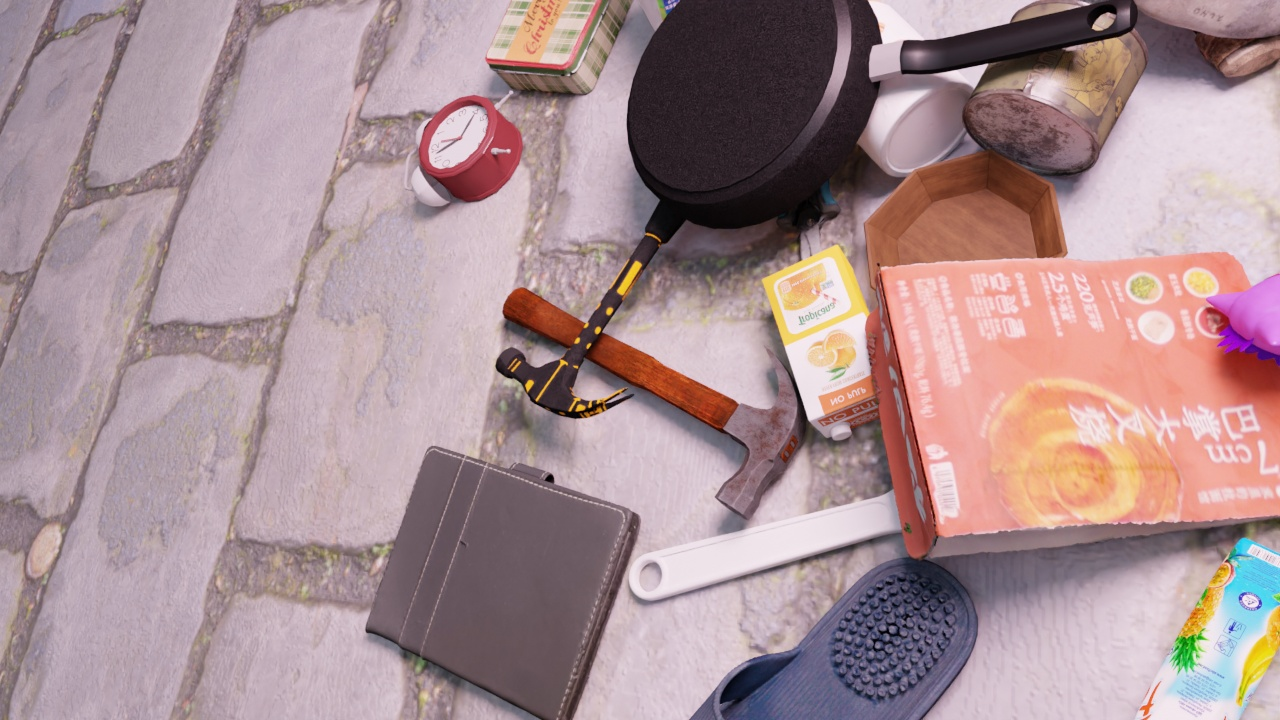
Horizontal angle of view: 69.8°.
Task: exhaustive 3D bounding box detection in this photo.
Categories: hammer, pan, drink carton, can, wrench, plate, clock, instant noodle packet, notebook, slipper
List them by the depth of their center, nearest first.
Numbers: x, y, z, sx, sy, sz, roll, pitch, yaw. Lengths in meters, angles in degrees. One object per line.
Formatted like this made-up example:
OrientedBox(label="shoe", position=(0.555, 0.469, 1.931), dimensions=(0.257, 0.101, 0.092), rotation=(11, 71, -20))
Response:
OrientedBox(label="drink carton", position=(0.292, 0.155, 0.467), dimensions=(0.039, 0.044, 0.129), rotation=(29, 84, 36))
OrientedBox(label="instant noodle packet", position=(0.253, 0.017, 0.520), dimensions=(0.221, 0.084, 0.164), rotation=(-7, 65, 5))
OrientedBox(label="slipper", position=(0.088, 0.218, 0.535), dimensions=(0.264, 0.082, 0.101), rotation=(-46, 57, 4))
OrientedBox(label="can", position=(0.268, -0.176, 0.597), dimensions=(0.090, 0.090, 0.074), rotation=(25, 82, 35))
OrientedBox(label="wrench", position=(0.112, 0.115, 0.605), dimensions=(0.274, 0.018, 0.066), rotation=(-20, 61, 22))
OrientedBox(label="pan", position=(0.132, -0.198, 0.619), dimensions=(0.356, 0.044, 0.204), rotation=(0, 78, 40))
OrientedBox(label="plate", position=(0.219, -0.079, 0.622), dimensions=(0.131, 0.025, 0.131), rotation=(-12, 64, 25))
OrientedBox(label="drink carton", position=(0.133, -0.011, 0.633), dimensions=(0.059, 0.040, 0.122), rotation=(-25, 59, 19))
OrientedBox(label="hammer", position=(0.345, -0.319, 0.646), dimensions=(0.122, 0.049, 0.318), rotation=(-24, 61, 13))
OrientedBox(label="notebook", position=(-0.111, 0.162, 0.707), dimensions=(0.209, 0.029, 0.169), rotation=(13, 78, 30))
OrientedBox(label="hammer", position=(-0.004, 0.004, 0.709), dimensions=(0.301, 0.028, 0.111), rotation=(28, 78, 37))
OrientedBox(label="hammer", position=(0.013, -0.095, 0.723), dimensions=(0.123, 0.036, 0.320), rotation=(27, 78, 37))
OrientedBox(label="clock", position=(-0.175, -0.202, 0.889), dimensions=(0.138, 0.048, 0.096), rotation=(-13, 63, 24))

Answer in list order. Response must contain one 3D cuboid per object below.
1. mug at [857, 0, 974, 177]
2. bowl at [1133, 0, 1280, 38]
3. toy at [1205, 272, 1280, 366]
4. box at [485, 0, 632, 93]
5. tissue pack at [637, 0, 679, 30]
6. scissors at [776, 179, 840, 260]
OrientedBox(label="mug", position=(0.178, -0.196, 0.662), dimensions=(0.082, 0.082, 0.105), rotation=(-37, 56, 11))
OrientedBox(label="bowl", position=(0.372, -0.292, 0.560), dimensions=(0.178, 0.081, 0.178), rotation=(-3, 64, 7))
OrientedBox(label="toy", position=(0.360, -0.022, 0.489), dimensions=(0.088, 0.056, 0.105), rotation=(1, 23, 5))
OrientedBox(label="box", position=(-0.063, -0.361, 0.896), dimensions=(0.118, 0.050, 0.205), rotation=(17, 79, 35))
OrientedBox(label="tissue pack", position=(0.075, -0.371, 0.738), dimensions=(0.197, 0.141, 0.120), rotation=(-29, 58, -1))
OrientedBox(label="scissors", position=(0.130, -0.136, 0.703), dimensions=(0.126, 0.019, 0.144), rotation=(36, 91, 35))
